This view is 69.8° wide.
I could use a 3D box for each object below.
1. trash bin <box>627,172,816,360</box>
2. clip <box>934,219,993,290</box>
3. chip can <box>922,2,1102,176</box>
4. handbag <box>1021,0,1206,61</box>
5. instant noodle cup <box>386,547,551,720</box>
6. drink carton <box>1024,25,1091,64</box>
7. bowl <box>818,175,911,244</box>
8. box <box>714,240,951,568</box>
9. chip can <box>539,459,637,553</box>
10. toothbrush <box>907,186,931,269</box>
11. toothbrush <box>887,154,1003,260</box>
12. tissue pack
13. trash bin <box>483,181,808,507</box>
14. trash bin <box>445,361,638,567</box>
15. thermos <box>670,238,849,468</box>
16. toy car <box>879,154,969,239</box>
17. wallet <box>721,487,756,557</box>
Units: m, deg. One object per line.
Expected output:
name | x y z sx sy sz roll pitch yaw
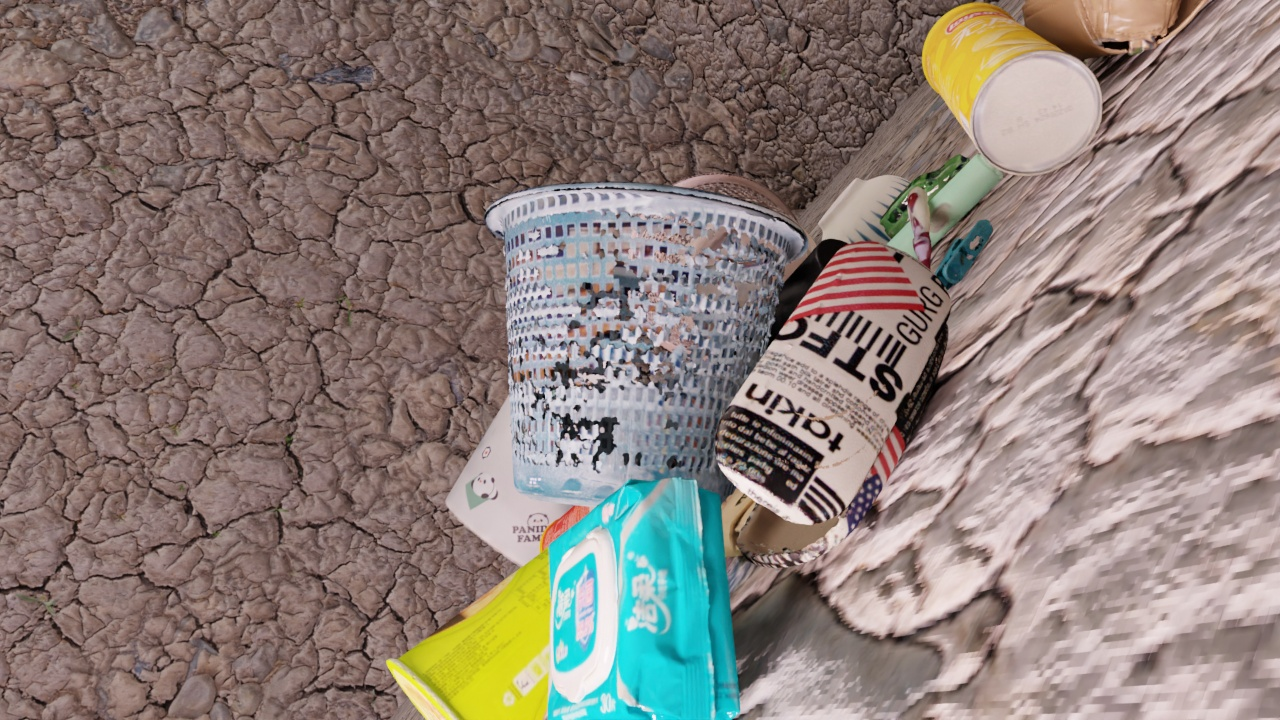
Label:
trash bin | 0.102 -0.092 1.005 0.227 0.227 0.192 -50 13 3
clip | 0.191 -0.061 0.548 0.055 0.014 0.039 -48 -1 -31
chip can | 0.232 -0.183 0.596 0.072 0.072 0.212 -49 10 27
handbag | 0.297 -0.265 0.570 0.204 0.100 0.148 -53 -41 -70
instant noodle cup | -0.071 0.183 0.563 0.123 0.111 0.112 -41 -4 -28
drink carton | 0.315 -0.239 0.747 0.045 0.053 0.123 -49 1 -11
bowl | 0.218 -0.136 0.899 0.116 0.066 0.116 -50 0 0
box | 0.088 0.022 0.416 0.162 0.076 0.088 -52 -16 -38
chip can | -0.035 0.156 0.870 0.073 0.073 0.217 -50 0 -32
toothbrush | 0.185 -0.081 0.614 0.016 0.017 0.187 -50 10 33
toothbrush | 0.230 -0.117 0.664 0.225 0.026 0.027 -49 0 33
tissue pack | -0.007 0.112 0.395 0.134 0.050 0.093 130 143 -57
trash bin | -0.004 0.004 0.638 0.227 0.226 0.195 132 143 -82
trash bin | -0.095 0.121 1.135 0.251 0.229 0.230 -54 1 -6
thermos | 0.092 -0.002 0.748 0.068 0.090 0.243 5 -38 -35
toy car | 0.241 -0.136 0.769 0.091 0.036 0.043 -45 1 28
wallet | 0.071 0.072 0.506 0.087 0.024 0.115 -51 2 -12
